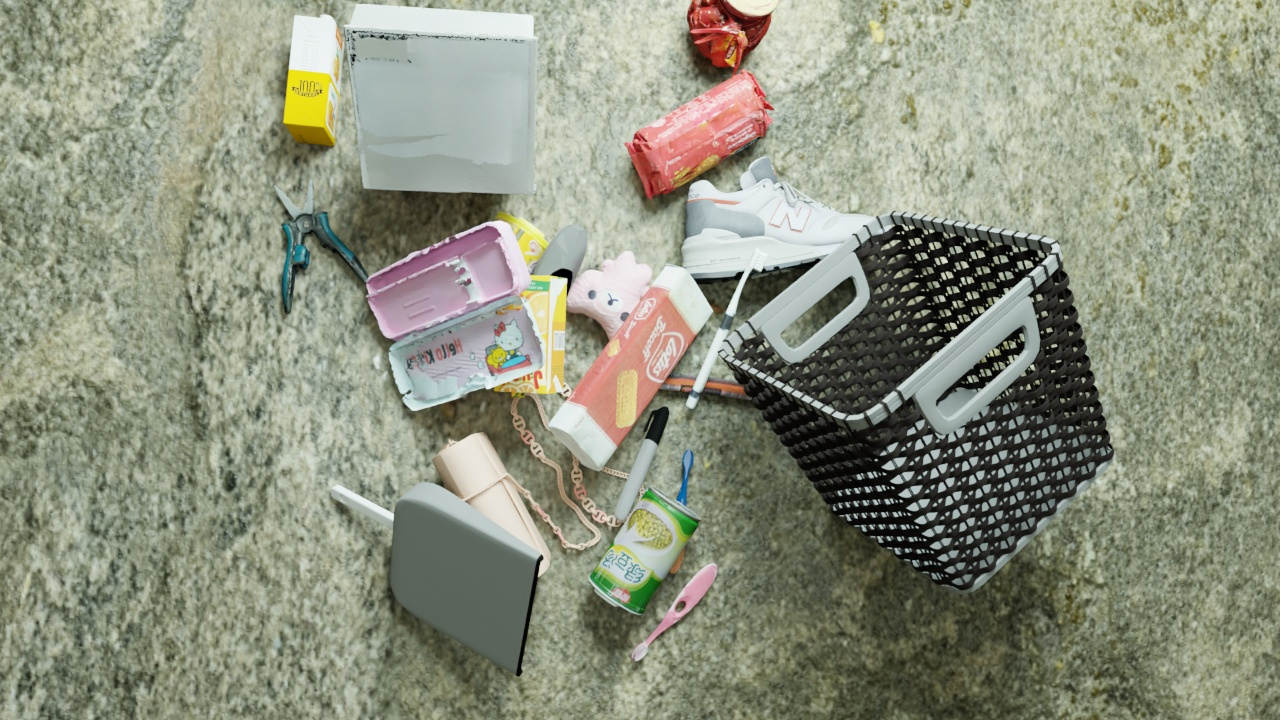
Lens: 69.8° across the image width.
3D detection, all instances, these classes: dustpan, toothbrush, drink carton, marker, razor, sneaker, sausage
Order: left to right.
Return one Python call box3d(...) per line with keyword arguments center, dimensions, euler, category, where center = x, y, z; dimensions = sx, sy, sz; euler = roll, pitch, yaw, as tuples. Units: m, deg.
box3d(center=(-0.343, -0.296, 0.966), dimensions=(0.040, 0.058, 0.122), euler=(4, 84, -8), category="drink carton")
box3d(center=(-0.210, 0.189, 0.906), dimensions=(0.258, 0.033, 0.163), euler=(23, 124, 16), category="dustpan")
box3d(center=(-0.110, -0.023, 0.919), dimensions=(0.058, 0.041, 0.122), euler=(3, 93, 19), category="drink carton")
box3d(center=(-0.097, -0.070, 0.963), dimensions=(0.057, 0.060, 0.156), euler=(15, 98, -35), category="razor")
box3d(center=(0.000, 0.108, 0.983), dimensions=(0.022, 0.016, 0.138), euler=(17, 65, 17), category="marker")
box3d(center=(0.037, 0.271, 0.987), dimensions=(0.021, 0.016, 0.135), euler=(43, 81, -2), category="toothbrush")
box3d(center=(0.043, 0.164, 1.000), dimensions=(0.021, 0.017, 0.135), euler=(8, 86, -3), category="toothbrush")
box3d(center=(0.081, 0.029, 1.014), dimensions=(0.155, 0.020, 0.020), euler=(7, 84, -7), category="sausage")
box3d(center=(0.091, -0.031, 0.980), dimensions=(0.017, 0.012, 0.187), euler=(21, 104, -9), category="toothbrush")
box3d(center=(0.153, -0.161, 1.007), dimensions=(0.239, 0.089, 0.124), euler=(-12, 89, -5), category="sneaker")

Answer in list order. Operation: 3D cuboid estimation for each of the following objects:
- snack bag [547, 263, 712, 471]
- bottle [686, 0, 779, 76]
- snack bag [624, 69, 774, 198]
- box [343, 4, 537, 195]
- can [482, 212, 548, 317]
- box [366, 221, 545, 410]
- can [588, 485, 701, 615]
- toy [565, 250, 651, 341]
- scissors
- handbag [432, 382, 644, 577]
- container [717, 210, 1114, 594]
box3d(center=(-0.006, 0.006, 0.958), dimensions=(0.224, 0.041, 0.077), euler=(-53, 132, -18), category="snack bag")
box3d(center=(0.098, -0.372, 1.009), dimensions=(0.099, 0.111, 0.099), euler=(4, 76, -16), category="bottle")
box3d(center=(0.069, -0.251, 1.008), dimensions=(0.176, 0.082, 0.082), euler=(-32, 90, -9), category="snack bag")
box3d(center=(-0.197, -0.249, 0.998), dimensions=(0.167, 0.446, 0.165), euler=(2, 94, -8), category="box")
box3d(center=(-0.149, -0.098, 0.970), dimensions=(0.067, 0.068, 0.105), euler=(34, 82, -3), category="can")
box3d(center=(-0.185, -0.042, 0.917), dimensions=(0.202, 0.041, 0.153), euler=(-16, 97, 34), category="box")
box3d(center=(0.005, 0.198, 0.957), dimensions=(0.067, 0.067, 0.121), euler=(34, 88, -4), category="can")
box3d(center=(-0.028, -0.071, 0.987), dimensions=(0.099, 0.052, 0.096), euler=(38, 108, -2), category="toy")
box3d(center=(-0.338, -0.118, 0.971), dimensions=(0.118, 0.019, 0.148), euler=(8, 82, -7), category="scissors")
box3d(center=(-0.105, 0.112, 0.931), dimensions=(0.187, 0.117, 0.198), euler=(-29, 89, -10), category="handbag")
box3d(center=(0.273, 0.036, 0.896), dimensions=(0.247, 0.246, 0.244), euler=(-39, 117, -10), category="container")
